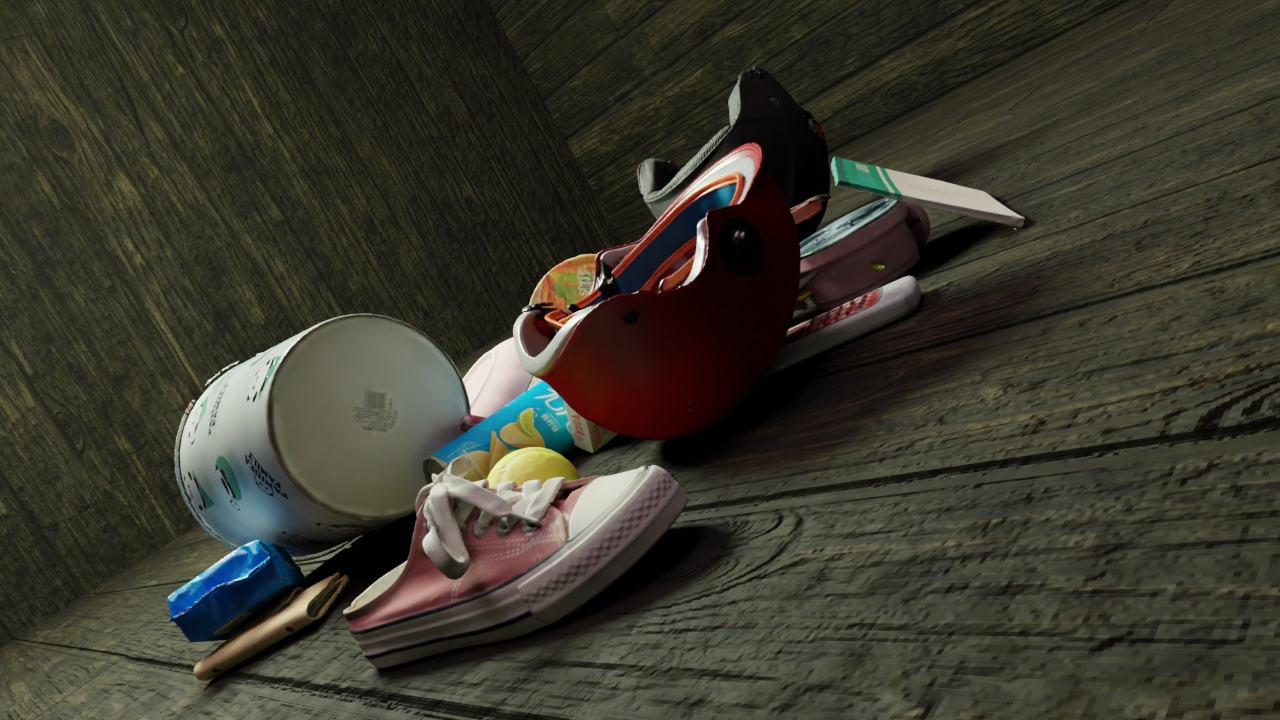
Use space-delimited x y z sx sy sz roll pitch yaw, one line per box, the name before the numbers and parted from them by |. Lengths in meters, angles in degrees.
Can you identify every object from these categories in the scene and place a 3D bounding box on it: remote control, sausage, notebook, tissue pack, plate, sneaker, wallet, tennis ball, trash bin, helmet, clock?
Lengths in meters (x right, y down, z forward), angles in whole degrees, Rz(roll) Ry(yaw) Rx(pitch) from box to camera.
remote control | 0.147 -0.026 0.700 0.136 0.020 0.055 -26 9 27
sausage | -0.124 0.067 0.872 0.020 0.020 0.155 -26 -19 20
notebook | 0.246 -0.153 0.821 0.150 0.012 0.208 14 19 6
tissue pack | -0.354 0.203 0.815 0.094 0.052 0.157 -35 -7 -17
plate | -0.177 0.049 0.996 0.193 0.039 0.192 -48 20 23
sneaker | -0.088 0.101 0.518 0.242 0.088 0.118 -26 9 28
wallet | -0.307 0.220 0.773 0.115 0.024 0.087 -31 5 10
tennis ball | -0.070 0.089 0.600 0.065 0.065 0.065 -29 9 5
trash bin | -0.300 0.075 0.885 0.228 0.229 0.253 -36 10 -37
helmet | 0.034 -0.036 0.680 0.239 0.144 0.207 -45 16 -20
clock | 0.201 -0.102 0.836 0.117 0.060 0.158 -24 12 40
helmet | 0.141 -0.232 1.223 0.273 0.230 0.234 -27 -2 -45

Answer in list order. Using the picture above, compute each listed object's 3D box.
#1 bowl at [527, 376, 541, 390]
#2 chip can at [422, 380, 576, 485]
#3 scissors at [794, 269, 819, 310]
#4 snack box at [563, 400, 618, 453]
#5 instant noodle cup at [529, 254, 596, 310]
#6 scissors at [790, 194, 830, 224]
bowl | -0.067 0.009 0.987 0.117 0.066 0.116 -36 32 27
chip can | -0.088 0.059 0.818 0.209 0.071 0.071 -36 11 -32
scissors | 0.118 -0.056 0.768 0.171 0.012 0.143 122 169 -51
snack box | -0.005 0.005 0.808 0.027 0.085 0.156 18 41 40
instant noodle cup | -0.049 -0.048 1.087 0.151 0.151 0.111 -29 1 6
scissors | 0.098 -0.117 0.904 0.224 0.015 0.189 -26 8 -2
